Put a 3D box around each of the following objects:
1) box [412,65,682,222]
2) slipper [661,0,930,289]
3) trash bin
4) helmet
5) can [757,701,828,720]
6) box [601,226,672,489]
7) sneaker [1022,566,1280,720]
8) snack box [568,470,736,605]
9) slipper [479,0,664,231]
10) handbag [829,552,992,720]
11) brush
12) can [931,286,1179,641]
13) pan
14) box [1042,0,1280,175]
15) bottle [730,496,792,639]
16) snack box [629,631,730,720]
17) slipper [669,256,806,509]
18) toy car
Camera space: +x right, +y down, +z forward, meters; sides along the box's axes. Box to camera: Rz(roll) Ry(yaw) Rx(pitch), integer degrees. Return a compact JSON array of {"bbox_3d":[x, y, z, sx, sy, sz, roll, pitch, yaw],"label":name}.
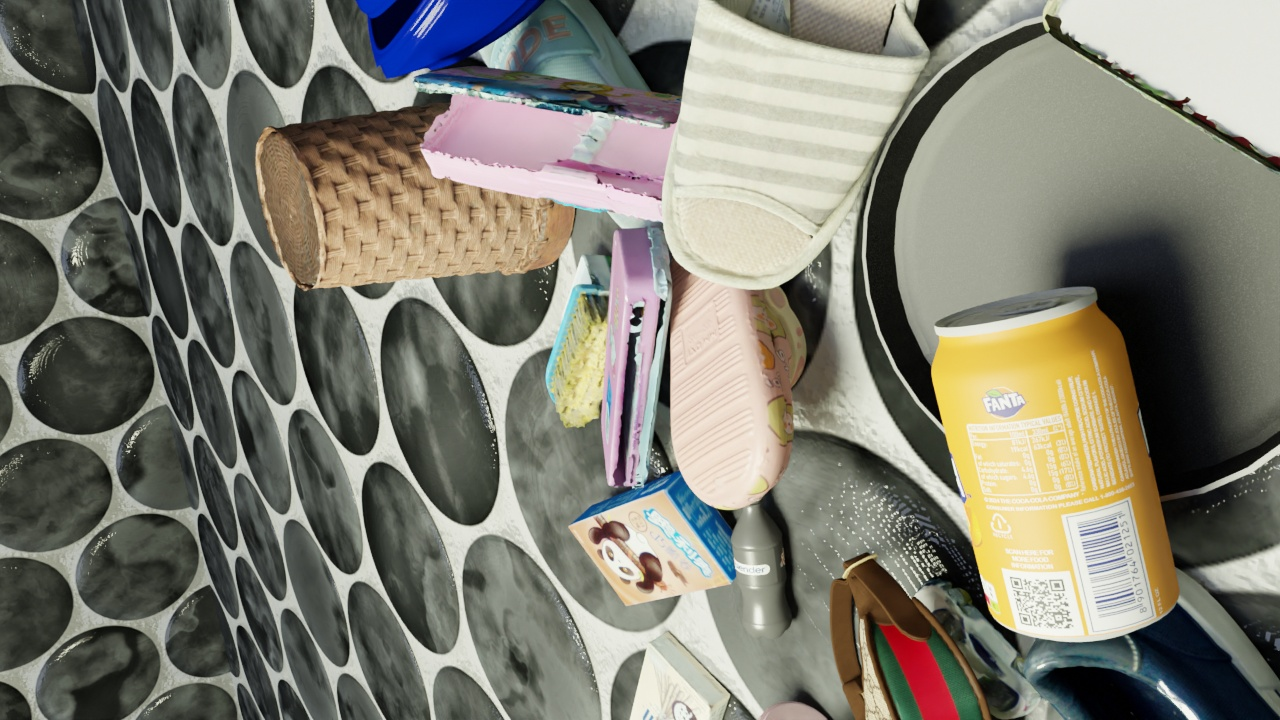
[{"bbox_3d":[-0.030,-0.147,0.562,0.231,0.084,0.077,15,153,22],"label":"box"},{"bbox_3d":[0.084,-0.163,0.456,0.114,0.054,0.273,18,109,-3],"label":"slipper"},{"bbox_3d":[-0.178,-0.128,0.731,0.151,0.209,0.151,25,124,45],"label":"trash bin"},{"bbox_3d":[-0.131,-0.317,0.569,0.148,0.241,0.227,30,170,44],"label":"helmet"},{"bbox_3d":[0.105,0.297,0.670,0.067,0.067,0.076,46,137,30],"label":"can"},{"bbox_3d":[-0.004,0.004,0.660,0.215,0.036,0.076,96,169,-45],"label":"box"},{"bbox_3d":[0.274,0.226,0.384,0.294,0.127,0.121,52,140,21],"label":"sneaker"},{"bbox_3d":[0.011,0.145,0.734,0.087,0.034,0.152,54,142,-4],"label":"snack box"},{"bbox_3d":[-0.054,-0.187,0.662,0.245,0.074,0.104,54,139,20],"label":"slipper"},{"bbox_3d":[0.150,0.193,0.554,0.138,0.063,0.167,-121,13,-48],"label":"handbag"},{"bbox_3d":[-0.045,-0.012,0.743,0.136,0.055,0.075,113,149,-41],"label":"brush"},{"bbox_3d":[0.180,0.045,0.405,0.079,0.078,0.142,-8,99,53],"label":"can"},{"bbox_3d":[0.248,-0.023,0.384,0.357,0.034,0.226,27,124,43],"label":"pan"},{"bbox_3d":[0.241,-0.170,0.293,0.117,0.050,0.206,45,125,27],"label":"box"},{"bbox_3d":[0.085,0.144,0.655,0.036,0.036,0.110,7,110,50],"label":"bottle"},{"bbox_3d":[0.029,0.319,0.808,0.082,0.026,0.150,38,132,36],"label":"snack box"},{"bbox_3d":[0.070,-0.003,0.587,0.093,0.081,0.197,-35,52,51],"label":"slipper"},{"bbox_3d":[0.193,0.170,0.539,0.089,0.027,0.039,49,139,27],"label":"toy car"}]
